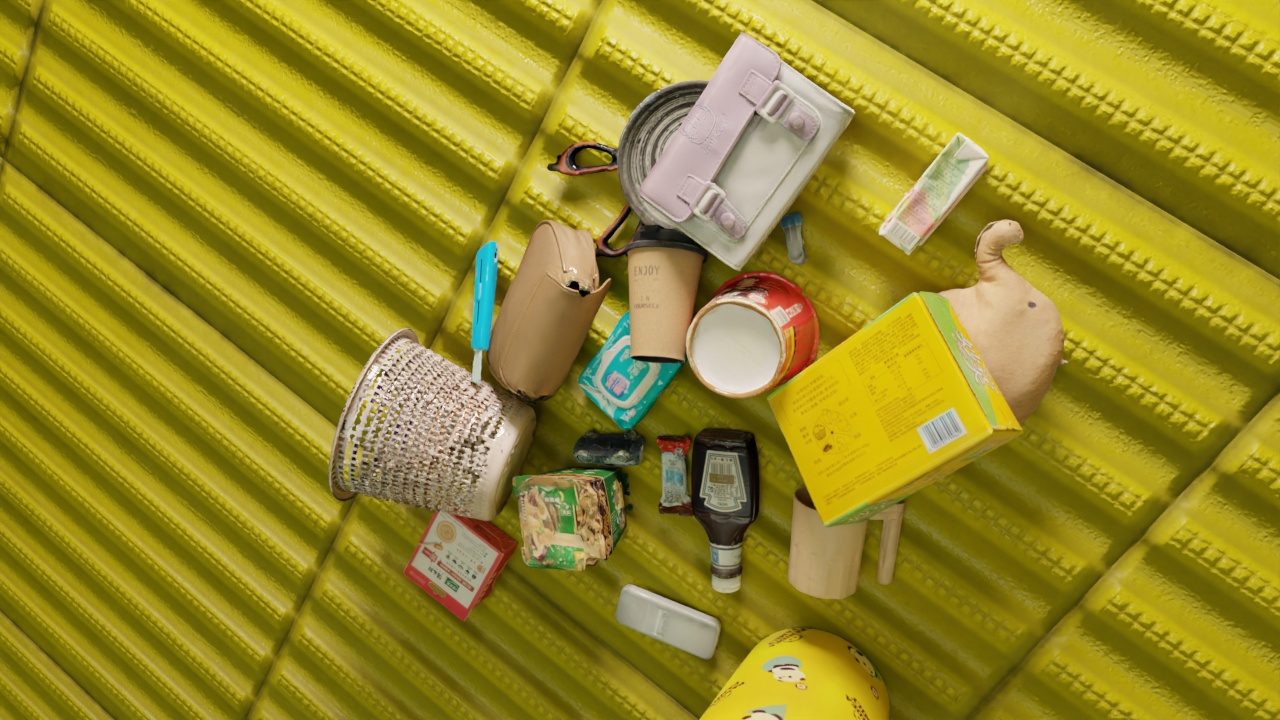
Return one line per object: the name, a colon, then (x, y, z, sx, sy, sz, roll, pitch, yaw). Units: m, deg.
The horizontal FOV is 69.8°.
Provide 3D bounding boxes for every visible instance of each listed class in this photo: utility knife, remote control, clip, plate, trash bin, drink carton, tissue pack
utility knife: (-0.192, -0.057, 1.118, 0.034, 0.018, 0.187, -18, 62, 39)
remote control: (0.034, 0.330, 1.161, 0.136, 0.020, 0.056, 18, 109, 18)
clip: (0.170, -0.133, 1.005, 0.024, 0.026, 0.056, -12, 85, 22)
plate: (0.062, -0.218, 1.017, 0.179, 0.024, 0.179, 4, 107, 12)
trash bin: (-0.243, 0.097, 1.132, 0.192, 0.227, 0.228, 20, 109, 4)
drink carton: (0.297, -0.167, 0.924, 0.045, 0.053, 0.123, 39, 113, 6)
tissue pack: (-0.006, 0.006, 1.089, 0.093, 0.050, 0.134, 41, 113, 10)
trash bin: (0.163, 0.433, 1.002, 0.230, 0.254, 0.230, 5, 104, 21)

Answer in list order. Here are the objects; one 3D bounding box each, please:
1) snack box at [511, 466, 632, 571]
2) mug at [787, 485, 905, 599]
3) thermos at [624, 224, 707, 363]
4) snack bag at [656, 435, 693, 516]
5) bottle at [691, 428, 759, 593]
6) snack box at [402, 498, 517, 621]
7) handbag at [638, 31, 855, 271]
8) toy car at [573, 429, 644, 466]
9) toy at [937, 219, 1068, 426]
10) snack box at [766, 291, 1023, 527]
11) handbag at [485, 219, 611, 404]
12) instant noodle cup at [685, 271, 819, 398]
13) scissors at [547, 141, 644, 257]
snack box: (-0.078, 0.184, 1.129, 0.118, 0.105, 0.118, -1, 100, 25)
mug: (0.229, 0.202, 1.029, 0.124, 0.084, 0.104, 2, 105, -5)
thermos: (0.024, -0.071, 1.019, 0.093, 0.093, 0.143, 3, 83, 22)
snack bag: (0.041, 0.140, 1.112, 0.045, 0.026, 0.105, 1, 103, 13)
bottle: (0.101, 0.179, 1.088, 0.080, 0.044, 0.195, 3, 104, 22)
snack box: (-0.245, 0.269, 1.249, 0.113, 0.044, 0.127, 35, 111, 11)
handbag: (0.106, -0.214, 0.948, 0.145, 0.098, 0.197, 37, 110, 6)
toy car: (-0.038, 0.111, 1.132, 0.091, 0.042, 0.034, -1, 135, 18)
toy: (0.353, -0.023, 0.918, 0.143, 0.082, 0.226, 25, 109, 19)
snack box: (0.246, 0.053, 0.920, 0.211, 0.070, 0.157, -41, 60, 37)
handbag: (-0.105, -0.054, 1.071, 0.099, 0.147, 0.205, 13, 121, -26)
instant noodle cup: (0.117, -0.025, 0.999, 0.138, 0.108, 0.138, 5, 103, 21)
scissors: (-0.005, -0.214, 1.056, 0.227, 0.015, 0.189, 0, 103, 19)
